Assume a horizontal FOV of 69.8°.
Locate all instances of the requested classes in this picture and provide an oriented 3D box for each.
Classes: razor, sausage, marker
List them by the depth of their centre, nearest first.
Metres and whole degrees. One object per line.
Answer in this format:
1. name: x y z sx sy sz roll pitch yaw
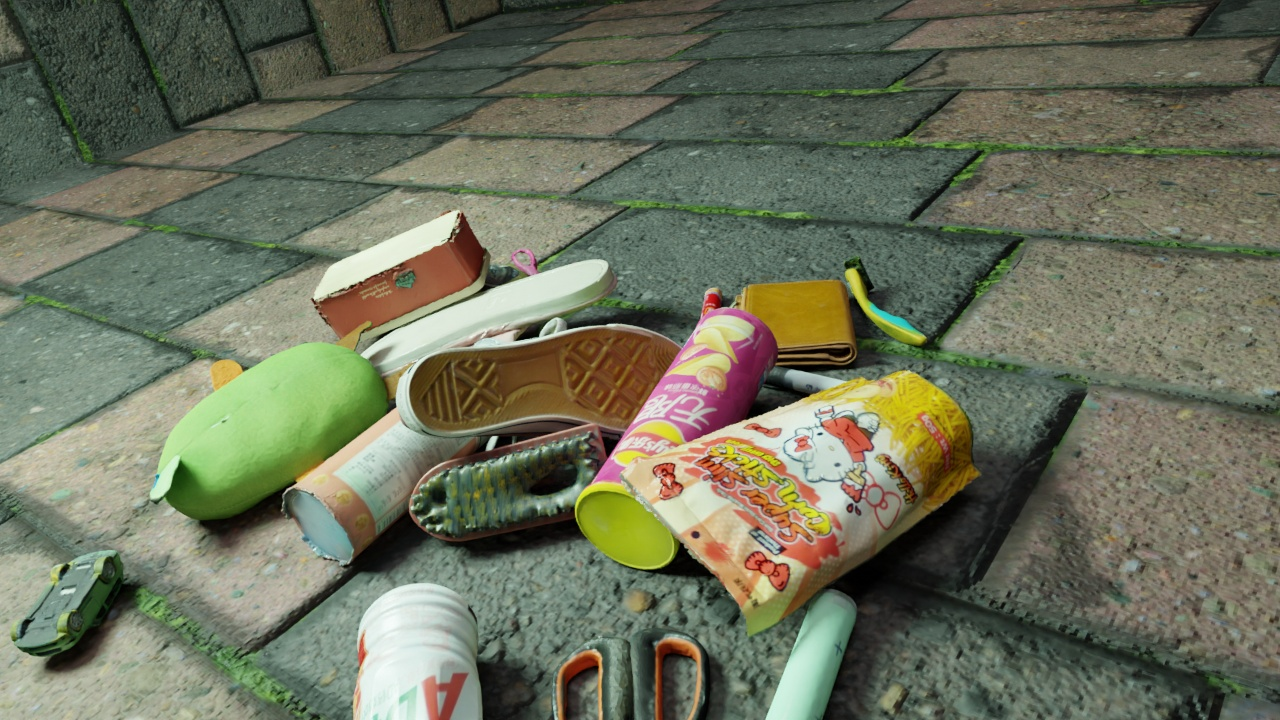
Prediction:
1. marker: 0.146 0.023 0.722 0.131 0.023 0.018 15 50 37
2. razor: 0.214 -0.046 0.808 0.028 0.043 0.132 -30 34 4
3. sausage: 0.064 -0.034 0.853 0.020 0.020 0.155 -6 29 12

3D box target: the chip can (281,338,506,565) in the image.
1. chip can: -0.172 0.065 0.718 0.071 0.071 0.214 8 35 33

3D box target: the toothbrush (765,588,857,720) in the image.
1. toothbrush: 0.066 0.194 0.437 0.026 0.027 0.223 0 30 29

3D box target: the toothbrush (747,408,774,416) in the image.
1. toothbrush: 0.132 0.043 0.695 0.181 0.016 0.018 0 37 23

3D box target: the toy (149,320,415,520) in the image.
1. toy: -0.297 0.049 0.778 0.227 0.090 0.246 30 52 34

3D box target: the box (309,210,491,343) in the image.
1. box: -0.248 -0.092 0.939 0.168 0.079 0.091 -21 31 12

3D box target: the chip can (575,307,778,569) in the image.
1. chip can: 0.033 0.046 0.649 0.071 0.071 0.209 4 38 28

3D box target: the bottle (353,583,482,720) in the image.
1. bottle: -0.110 0.200 0.457 0.068 0.068 0.196 -15 31 -5

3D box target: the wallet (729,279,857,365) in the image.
1. wallet: 0.127 -0.035 0.815 0.119 0.035 0.130 -6 28 12

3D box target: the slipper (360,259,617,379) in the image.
1. slipper: -0.148 -0.027 0.886 0.274 0.054 0.114 -21 24 5

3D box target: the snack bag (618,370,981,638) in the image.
1. snack bag: 0.105 0.073 0.562 0.207 0.073 0.128 -20 50 -31

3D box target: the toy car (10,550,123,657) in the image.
1. toy car: -0.402 0.173 0.650 0.043 0.036 0.091 -9 28 4

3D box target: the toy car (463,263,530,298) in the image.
1. toy car: -0.188 -0.080 1.018 0.158 0.042 0.070 -9 29 0

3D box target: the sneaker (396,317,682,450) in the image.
1. sneaker: -0.072 0.024 0.710 0.240 0.118 0.088 -4 -6 -26

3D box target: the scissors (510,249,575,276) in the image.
1. scissors: -0.111 -0.087 0.993 0.125 0.017 0.133 33 41 23

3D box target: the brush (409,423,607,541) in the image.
1. brush: -0.093 0.092 0.658 0.146 0.063 0.069 -14 -2 1

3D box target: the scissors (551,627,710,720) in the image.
1. scissors: 0.009 0.211 0.434 0.136 0.022 0.235 -19 29 -14
